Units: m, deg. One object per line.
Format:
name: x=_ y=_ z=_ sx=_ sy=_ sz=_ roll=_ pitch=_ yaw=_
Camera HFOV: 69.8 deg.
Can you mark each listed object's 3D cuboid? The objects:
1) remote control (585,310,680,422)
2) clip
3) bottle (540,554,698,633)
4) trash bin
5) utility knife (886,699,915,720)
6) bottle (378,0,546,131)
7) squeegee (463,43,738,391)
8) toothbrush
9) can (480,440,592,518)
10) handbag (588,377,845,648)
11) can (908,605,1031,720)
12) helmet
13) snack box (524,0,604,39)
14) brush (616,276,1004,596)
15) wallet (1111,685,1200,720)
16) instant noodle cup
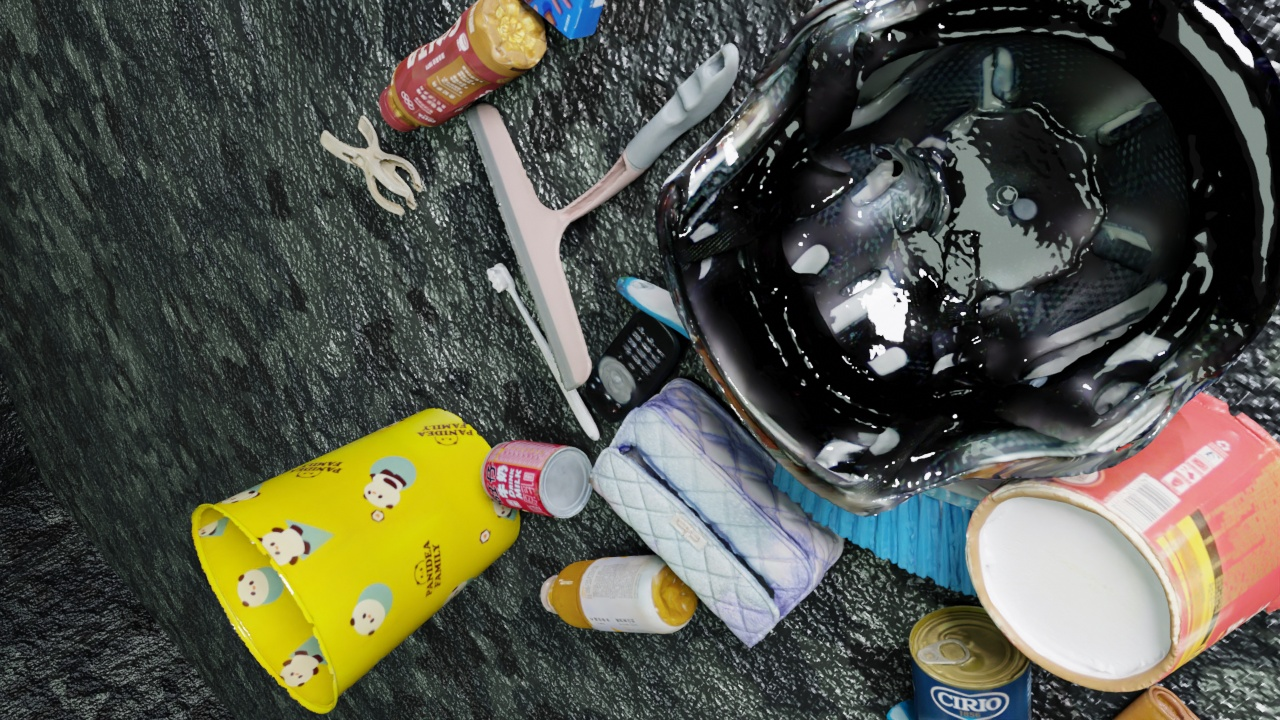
remote control: x=-0.004 y=0.004 z=0.736 sx=0.053 sy=0.024 sz=0.137 roll=48 pitch=140 yaw=8
clip: x=-0.242 y=-0.180 z=0.842 sx=0.100 sy=0.071 sz=0.035 roll=44 pitch=139 yaw=6
bottle: x=-0.028 y=0.220 z=0.863 sx=0.190 sy=0.067 sz=0.068 roll=-17 pitch=102 yaw=49
trash bin: x=-0.278 y=0.185 z=0.944 sx=0.230 sy=0.254 sz=0.230 roll=25 pitch=130 yaw=33
utility knife: x=0.273 y=0.328 z=0.637 sx=0.238 sy=0.034 sz=0.018 roll=40 pitch=124 yaw=31
bottle: x=-0.143 y=-0.221 z=0.703 sx=0.175 sy=0.057 sz=0.057 roll=-11 pitch=106 yaw=48
squeegee: x=-0.011 y=-0.138 z=0.641 sx=0.250 sy=0.040 sz=0.247 roll=-32 pitch=73 yaw=44
toothbrush: x=-0.085 y=-0.006 z=0.815 sx=0.016 sy=0.016 sz=0.180 roll=-26 pitch=96 yaw=52
can: x=-0.099 y=0.110 z=0.864 sx=0.094 sy=0.066 sz=0.066 roll=2 pitch=116 yaw=44
handbag: x=0.052 y=0.118 z=0.714 sx=0.194 sy=0.075 sz=0.134 roll=44 pitch=138 yaw=16
can: x=0.223 y=0.233 z=0.618 sx=0.075 sy=0.075 sz=0.111 roll=11 pitch=122 yaw=40
helmet: x=0.153 y=-0.062 z=0.439 sx=0.275 sy=0.156 sz=0.230 roll=-37 pitch=86 yaw=39
snack box: x=-0.081 y=-0.298 z=0.616 sx=0.157 sy=0.026 sz=0.085 roll=43 pitch=138 yaw=15
brush: x=0.102 y=0.039 z=0.620 sx=0.315 sy=0.060 sz=0.110 roll=25 pitch=128 yaw=33
wallet: x=0.321 y=0.283 z=0.559 sx=0.119 sy=0.035 sz=0.131 roll=46 pitch=129 yaw=29
instant noodle cup: x=0.241 y=0.090 z=0.465 sx=0.138 sy=0.108 sz=0.138 roll=33 pitch=133 yaw=43
